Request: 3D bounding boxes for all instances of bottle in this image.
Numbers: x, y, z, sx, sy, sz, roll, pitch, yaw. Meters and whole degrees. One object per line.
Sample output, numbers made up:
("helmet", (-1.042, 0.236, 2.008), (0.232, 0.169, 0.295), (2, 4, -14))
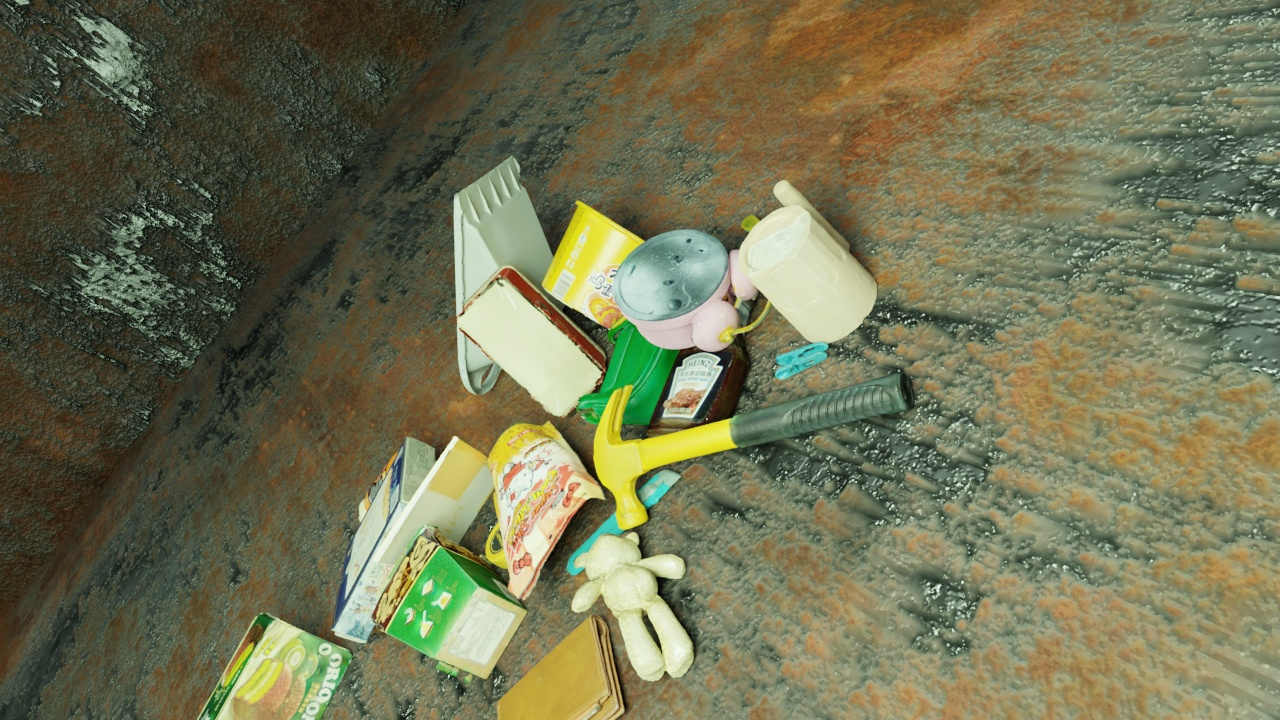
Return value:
("bottle", (0.071, 0.000, 0.905), (0.080, 0.044, 0.194), (-1, 56, 42))
("bottle", (-0.332, 0.176, 1.229), (0.150, 0.066, 0.066), (-42, 32, 28))

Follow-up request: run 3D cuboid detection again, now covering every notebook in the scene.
("notebook", (-0.212, 0.162, 0.999), (0.145, 0.010, 0.206), (-57, -13, -11))

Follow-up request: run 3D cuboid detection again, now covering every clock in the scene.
("clock", (0.053, -0.064, 0.891), (0.159, 0.060, 0.117), (9, 57, 31))

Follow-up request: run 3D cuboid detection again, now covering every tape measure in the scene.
("tape measure", (-0.139, 0.196, 0.988), (0.057, 0.029, 0.060), (-51, 30, 1))

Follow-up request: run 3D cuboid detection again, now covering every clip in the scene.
("clip", (0.147, -0.001, 0.839), (0.057, 0.014, 0.047), (-23, 40, 37))

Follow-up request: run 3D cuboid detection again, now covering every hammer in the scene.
("hammer", (0.085, 0.061, 0.795), (0.301, 0.129, 0.032), (-17, 1, 30))

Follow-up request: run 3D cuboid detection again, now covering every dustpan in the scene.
("dustpan", (-0.196, -0.094, 1.171), (0.143, 0.258, 0.222), (-19, 19, 18))

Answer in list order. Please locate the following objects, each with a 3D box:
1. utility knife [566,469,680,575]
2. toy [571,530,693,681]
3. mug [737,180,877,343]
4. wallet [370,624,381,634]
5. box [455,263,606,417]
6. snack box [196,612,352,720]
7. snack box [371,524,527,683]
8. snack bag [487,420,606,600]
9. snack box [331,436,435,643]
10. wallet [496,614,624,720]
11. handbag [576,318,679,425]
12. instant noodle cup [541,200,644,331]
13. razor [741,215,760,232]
("utility knife", (-0.019, 0.156, 0.891), (0.151, 0.013, 0.029), (-45, 36, 11))
("toy", (-0.004, 0.207, 0.786), (0.105, 0.066, 0.157), (-21, 35, -12))
("mug", (0.153, -0.093, 0.838), (0.084, 0.103, 0.124), (-22, 43, 38))
("wallet", (-0.292, 0.275, 1.114), (0.101, 0.020, 0.115), (-22, 40, 38))
("box", (-0.124, -0.018, 1.039), (0.091, 0.168, 0.080), (-43, 13, 13))
("snack box", (-0.448, 0.428, 1.066), (0.063, 0.114, 0.239), (-6, 54, 50))
("snack box", (-0.184, 0.252, 0.927), (0.106, 0.118, 0.117), (20, 74, 44))
("snack bag", (-0.105, 0.139, 0.934), (0.128, 0.073, 0.208), (-51, 24, 4))
("snack box", (-0.302, 0.206, 1.091), (0.183, 0.045, 0.178), (-61, 20, 12))
("wallet", (-0.072, 0.302, 0.791), (0.131, 0.035, 0.119), (-44, 32, 14))
("handbag", (-0.006, 0.006, 0.973), (0.120, 0.068, 0.131), (-17, 46, 43))
("instant noodle cup", (-0.043, -0.106, 1.083), (0.110, 0.138, 0.138), (-58, 31, 6))
("razor", (0.134, -0.132, 0.977), (0.043, 0.028, 0.132), (-50, 30, 10))
